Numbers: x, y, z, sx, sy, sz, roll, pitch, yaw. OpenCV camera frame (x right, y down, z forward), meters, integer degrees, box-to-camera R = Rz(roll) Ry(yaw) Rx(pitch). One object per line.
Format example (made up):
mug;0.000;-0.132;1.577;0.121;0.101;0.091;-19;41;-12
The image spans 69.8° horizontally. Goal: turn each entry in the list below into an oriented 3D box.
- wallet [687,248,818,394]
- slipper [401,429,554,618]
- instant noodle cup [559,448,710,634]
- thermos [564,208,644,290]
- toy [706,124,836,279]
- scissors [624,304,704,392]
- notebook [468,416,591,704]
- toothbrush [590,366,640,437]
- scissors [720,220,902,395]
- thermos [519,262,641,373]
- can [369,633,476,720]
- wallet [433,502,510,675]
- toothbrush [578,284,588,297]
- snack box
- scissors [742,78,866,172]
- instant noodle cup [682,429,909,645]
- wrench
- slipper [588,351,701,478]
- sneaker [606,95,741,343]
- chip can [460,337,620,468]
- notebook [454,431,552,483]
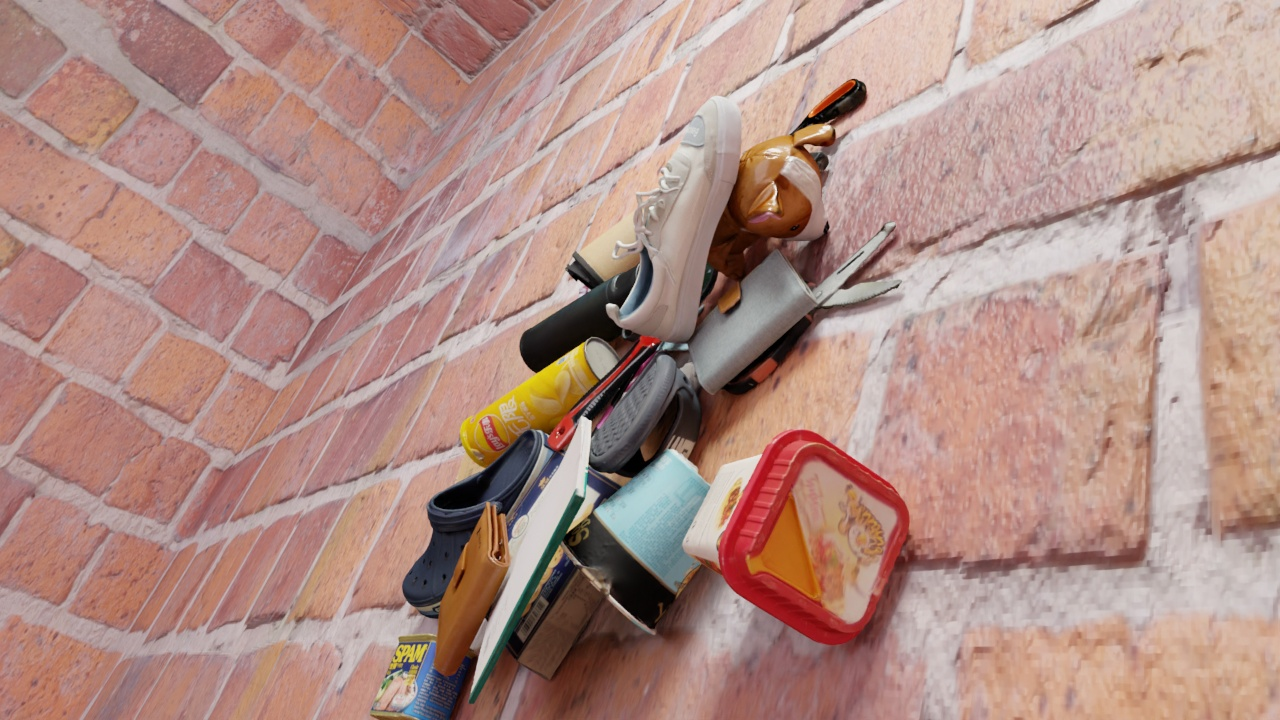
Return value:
wallet;0.098;-0.041;0.869;0.130;0.037;0.106;-43;28;16
slipper;-0.189;0.179;1.030;0.253;0.095;0.105;-51;22;3
instant noodle cup;0.013;0.140;0.746;0.120;0.111;0.111;-45;25;-4
thermos;-0.018;-0.137;1.171;0.143;0.093;0.093;-44;26;1
toy;0.125;-0.154;0.921;0.140;0.130;0.200;-64;6;-19
scissors;0.021;-0.018;1.030;0.133;0.017;0.134;-44;24;6
notebook;-0.091;0.163;0.774;0.209;0.012;0.150;-63;9;17
toothbrush;-0.006;0.006;0.999;0.188;0.018;0.014;-57;17;-21
scissors;0.150;-0.048;0.851;0.223;0.015;0.188;2;58;60
thermos;-0.059;-0.041;1.120;0.243;0.068;0.089;-27;46;47
can;-0.224;0.330;0.938;0.102;0.057;0.083;-22;41;47
wallet;-0.161;0.216;0.877;0.132;0.031;0.107;-62;19;17
toothbrush;-0.084;-0.104;1.311;0.016;0.017;0.187;-27;36;41
snack box;-0.084;0.189;0.900;0.177;0.046;0.183;-56;26;-7
scissors;0.174;-0.245;1.066;0.232;0.021;0.220;-42;22;17
instant noodle cup;0.098;0.118;0.627;0.116;0.116;0.124;-61;15;-18
wrench;-0.005;-0.009;0.990;0.273;0.016;0.056;-50;37;-9
slipper;0.019;0.054;0.858;0.111;0.083;0.268;-52;2;8
sneaker;0.027;-0.140;0.890;0.089;0.090;0.242;-142;64;-67
chip can;-0.118;0.053;1.086;0.214;0.072;0.071;-33;31;27
notebook;-0.180;0.127;1.182;0.208;0.008;0.147;-34;31;33
